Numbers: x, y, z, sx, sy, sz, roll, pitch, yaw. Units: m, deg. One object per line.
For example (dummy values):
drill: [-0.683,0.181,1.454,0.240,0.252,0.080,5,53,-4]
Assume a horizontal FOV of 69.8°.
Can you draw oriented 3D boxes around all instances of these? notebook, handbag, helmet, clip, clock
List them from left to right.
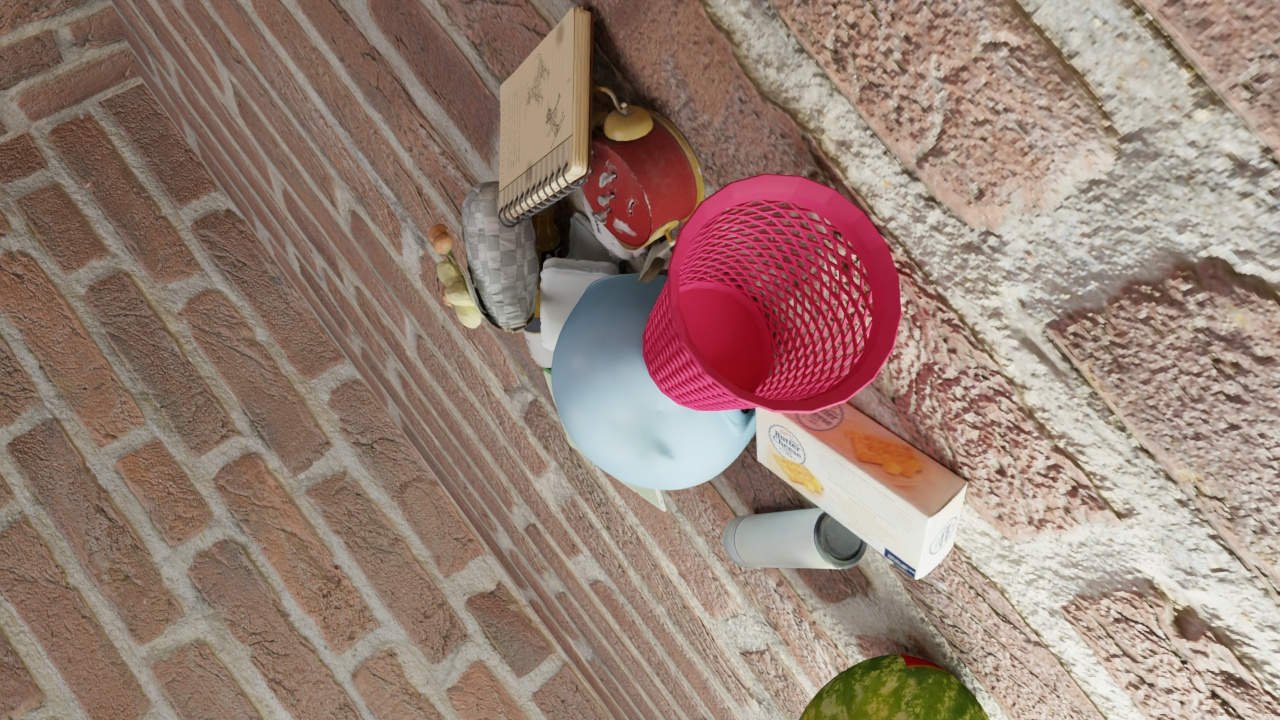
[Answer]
handbag: [-0.185,-0.124,1.086,0.112,0.123,0.171,-132,36,-70]
notebook: [-0.101,-0.235,0.926,0.226,0.024,0.167,-7,81,64]
notebook: [-0.061,0.120,1.455,0.253,0.010,0.182,29,146,44]
clock: [-0.016,-0.182,0.873,0.117,0.081,0.159,12,133,57]
helmet: [0.007,0.044,0.999,0.226,0.166,0.266,-3,132,37]
clip: [0.030,-0.106,0.931,0.054,0.101,0.038,-22,114,21]
helmet: [0.270,0.435,0.969,0.213,0.246,0.243,8,91,35]

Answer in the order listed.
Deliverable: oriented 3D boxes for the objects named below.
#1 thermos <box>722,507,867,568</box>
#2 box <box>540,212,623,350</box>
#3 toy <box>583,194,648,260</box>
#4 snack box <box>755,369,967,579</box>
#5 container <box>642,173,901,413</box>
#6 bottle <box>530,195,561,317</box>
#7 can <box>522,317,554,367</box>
thermos: [0.171,0.207,1.063,0.068,0.067,0.231,56,157,-3]
box: [-0.066,-0.096,1.153,0.107,0.109,0.217,9,154,-3]
toy: [-0.028,-0.141,0.994,0.125,0.037,0.076,44,165,52]
snack box: [0.203,0.104,0.877,0.208,0.057,0.104,36,150,35]
container: [0.086,-0.032,0.792,0.183,0.183,0.226,54,164,1]
bottle: [-0.128,-0.138,1.166,0.053,0.053,0.186,41,145,29]
can: [-0.135,-0.046,1.304,0.064,0.064,0.127,34,149,40]
